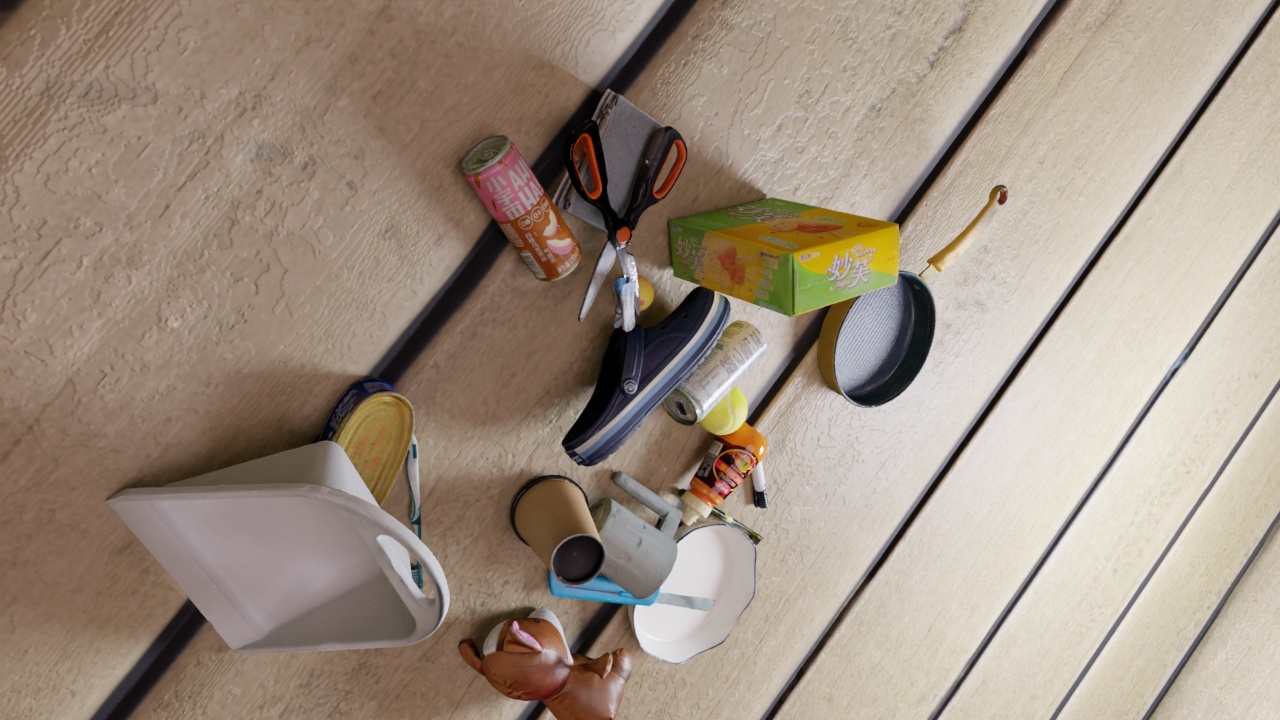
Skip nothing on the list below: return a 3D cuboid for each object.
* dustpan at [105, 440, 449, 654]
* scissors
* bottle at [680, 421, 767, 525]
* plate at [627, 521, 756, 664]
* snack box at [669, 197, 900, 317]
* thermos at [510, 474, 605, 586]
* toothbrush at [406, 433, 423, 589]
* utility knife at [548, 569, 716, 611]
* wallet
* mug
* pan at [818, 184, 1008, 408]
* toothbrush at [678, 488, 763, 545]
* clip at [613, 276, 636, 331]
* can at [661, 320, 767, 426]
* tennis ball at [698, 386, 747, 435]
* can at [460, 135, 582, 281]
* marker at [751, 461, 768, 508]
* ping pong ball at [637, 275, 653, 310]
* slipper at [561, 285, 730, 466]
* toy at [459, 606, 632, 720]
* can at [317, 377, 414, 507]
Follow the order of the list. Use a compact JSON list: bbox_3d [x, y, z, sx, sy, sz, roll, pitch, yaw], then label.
[{"bbox_3d":[-0.305,0.190,0.816,0.257,0.142,0.223,-23,122,-4],"label":"dustpan"},{"bbox_3d":[-0.023,-0.153,0.946,0.220,0.022,0.232,-53,136,-15],"label":"scissors"},{"bbox_3d":[0.099,0.147,1.171,0.149,0.067,0.067,-52,128,-7],"label":"bottle"},{"bbox_3d":[0.067,0.305,1.229,0.204,0.045,0.205,-13,114,-31],"label":"plate"},{"bbox_3d":[0.153,-0.120,1.011,0.157,0.210,0.070,-18,116,-29],"label":"snack box"},{"bbox_3d":[-0.088,0.189,1.021,0.093,0.143,0.093,-6,107,-20],"label":"thermos"},{"bbox_3d":[-0.243,0.163,0.978,0.018,0.016,0.192,-6,113,-21],"label":"toothbrush"},{"bbox_3d":[-0.008,0.289,1.139,0.223,0.018,0.034,12,93,-16],"label":"utility knife"},{"bbox_3d":[-0.032,-0.205,0.961,0.106,0.037,0.130,21,96,-49],"label":"wallet"},{"bbox_3d":[-0.013,0.207,1.104,0.103,0.084,0.123,37,58,-18],"label":"mug"},{"bbox_3d":[0.381,-0.094,1.262,0.197,0.078,0.357,33,89,-39],"label":"pan"},{"bbox_3d":[0.110,0.214,1.242,0.017,0.012,0.185,-50,129,6],"label":"toothbrush"},{"bbox_3d":[-0.017,-0.058,0.969,0.025,0.036,0.058,-24,128,-44],"label":"clip"},{"bbox_3d":[0.089,0.013,1.096,0.146,0.058,0.058,-42,128,-32],"label":"can"},{"bbox_3d":[0.100,0.059,1.139,0.065,0.065,0.065,-13,115,-30],"label":"tennis ball"},{"bbox_3d":[-0.116,-0.148,0.912,0.057,0.058,0.147,-43,127,-13],"label":"can"},{"bbox_3d":[0.156,0.148,1.244,0.022,0.018,0.131,-23,121,-15],"label":"marker"},{"bbox_3d":[-0.005,-0.075,1.028,0.040,0.040,0.040,-13,115,-30],"label":"ping pong ball"},{"bbox_3d":[-0.006,0.006,1.031,0.095,0.105,0.252,45,76,-15],"label":"slipper"},{"bbox_3d":[-0.106,0.358,1.087,0.199,0.130,0.140,28,130,-28],"label":"toy"},{"bbox_3d":[-0.277,0.091,0.903,0.074,0.049,0.148,20,97,-38],"label":"can"}]
